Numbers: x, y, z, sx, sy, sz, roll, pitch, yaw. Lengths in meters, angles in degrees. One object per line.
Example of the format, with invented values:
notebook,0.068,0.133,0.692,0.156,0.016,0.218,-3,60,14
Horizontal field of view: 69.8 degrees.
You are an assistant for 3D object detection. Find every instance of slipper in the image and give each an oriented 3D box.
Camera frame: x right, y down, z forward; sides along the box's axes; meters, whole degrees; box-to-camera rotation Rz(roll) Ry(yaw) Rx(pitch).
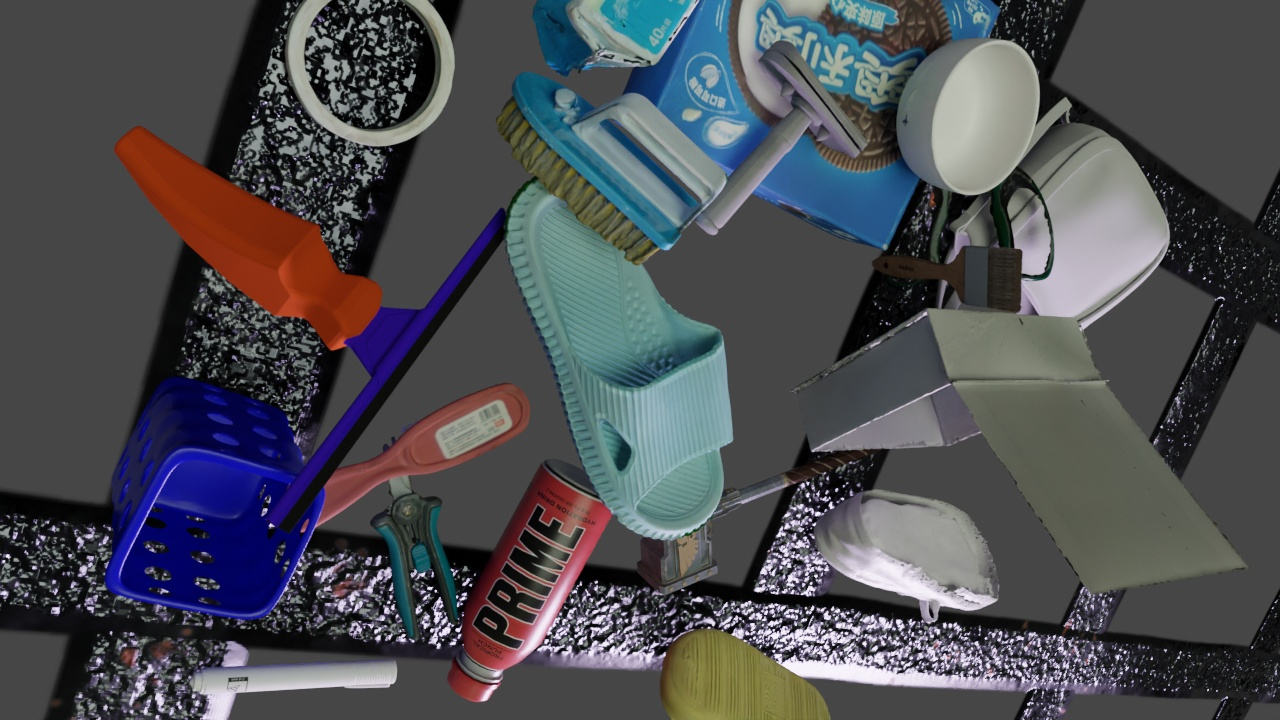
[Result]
slipper,0.084,0.302,0.805,0.190,0.091,0.082,30,132,-25
slipper,0.256,0.182,0.853,0.246,0.075,0.112,21,66,-36
slipper,-0.004,0.004,0.608,0.115,0.070,0.276,-35,111,-32

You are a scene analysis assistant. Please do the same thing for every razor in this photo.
razor,0.078,-0.129,0.588,0.116,0.047,0.088,-48,125,5

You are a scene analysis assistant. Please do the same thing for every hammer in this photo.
hammer,0.141,0.093,0.776,0.321,0.044,0.098,-16,116,-27

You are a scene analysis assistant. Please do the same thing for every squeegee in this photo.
squeegee,-0.199,-0.056,0.500,0.185,0.055,0.248,41,50,-17

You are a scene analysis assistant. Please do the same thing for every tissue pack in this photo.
tissue pack,-0.005,-0.230,0.535,0.061,0.093,0.144,33,90,-32

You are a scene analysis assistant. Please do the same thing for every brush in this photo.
brush,-0.020,-0.128,0.553,0.136,0.076,0.055,41,42,-7
brush,-0.152,0.060,0.593,0.172,0.030,0.041,-26,108,-23
brush,0.228,-0.067,0.698,0.008,0.143,0.045,-12,105,-27

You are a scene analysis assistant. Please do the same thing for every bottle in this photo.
bottle,-0.083,0.161,0.657,0.062,0.062,0.176,26,94,-34

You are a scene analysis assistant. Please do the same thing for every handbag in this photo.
handbag,0.334,-0.091,0.806,0.223,0.095,0.216,-45,122,7

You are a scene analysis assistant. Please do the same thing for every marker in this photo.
marker,-0.232,0.215,0.620,0.133,0.017,0.020,9,102,-32

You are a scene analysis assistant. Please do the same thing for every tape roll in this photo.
tape roll,-0.152,-0.170,0.522,0.092,0.013,0.093,-11,113,-27

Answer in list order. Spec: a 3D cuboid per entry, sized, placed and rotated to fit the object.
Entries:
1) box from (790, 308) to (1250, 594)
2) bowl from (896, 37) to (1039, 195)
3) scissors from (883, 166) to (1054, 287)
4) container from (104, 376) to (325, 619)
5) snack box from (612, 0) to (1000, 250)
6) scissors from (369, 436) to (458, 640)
box,0.317,0.060,0.580,0.166,0.507,0.149,0,104,-29
bowl,0.222,-0.172,0.641,0.104,0.054,0.105,-14,119,-27
scissors,0.243,-0.145,0.734,0.155,0.015,0.209,-18,104,13
container,-0.236,0.071,0.505,0.084,0.113,0.085,25,95,-34
snack box,0.120,-0.208,0.636,0.238,0.056,0.195,18,99,-34
scissors,-0.150,0.124,0.632,0.138,0.019,0.129,35,83,-32
